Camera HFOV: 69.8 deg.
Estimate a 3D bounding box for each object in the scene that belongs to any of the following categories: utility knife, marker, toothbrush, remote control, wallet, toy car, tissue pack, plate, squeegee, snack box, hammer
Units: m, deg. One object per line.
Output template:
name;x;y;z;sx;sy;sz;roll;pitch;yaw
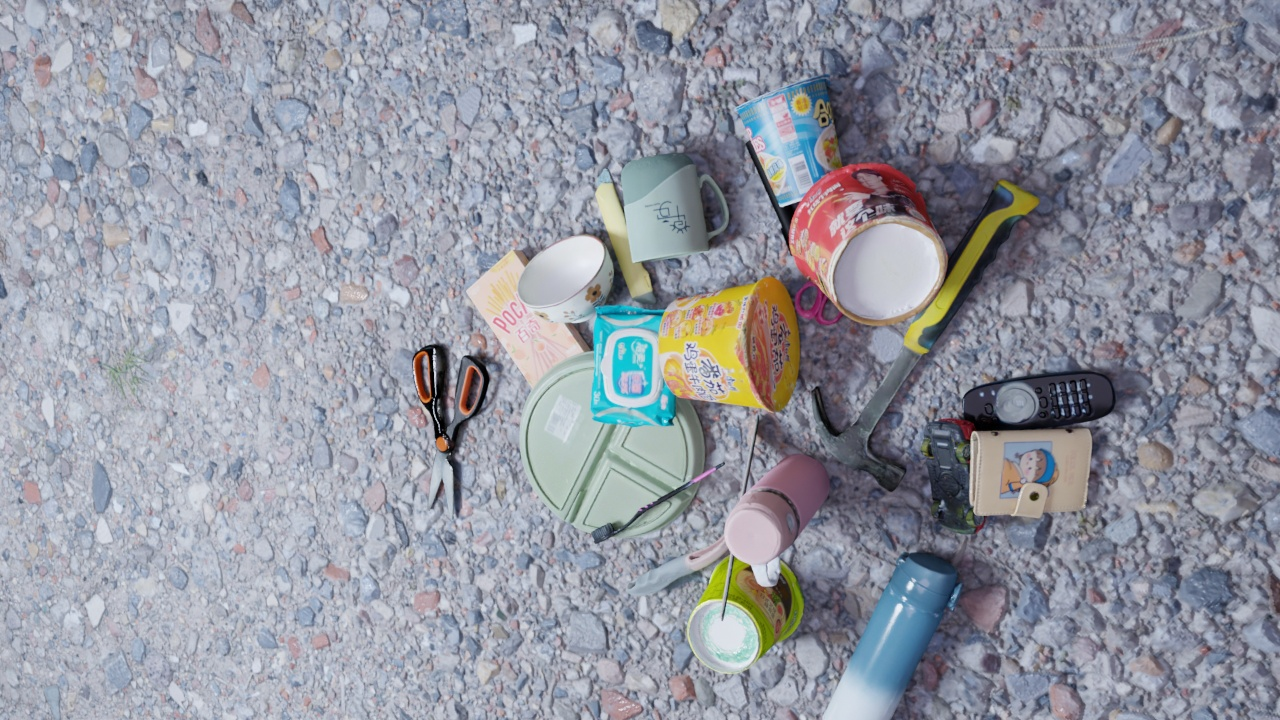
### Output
utility knife;-0.020;-0.139;1.044;0.031;0.018;0.166;-21;90;20
marker;0.144;-0.173;0.969;0.022;0.020;0.132;-24;88;53
toothbrush;0.017;0.159;1.038;0.190;0.014;0.018;-34;81;21
remote control;0.385;0.040;0.891;0.137;0.024;0.053;-9;96;26
wallet;0.374;0.109;0.882;0.115;0.024;0.087;-1;96;-7
toy car;0.317;0.114;0.914;0.053;0.045;0.120;7;111;53
tissue pack;-0.006;0.006;0.998;0.093;0.050;0.133;0;82;7
plate;-0.039;0.102;1.065;0.230;0.027;0.230;4;103;16
squeegee;0.057;0.217;1.015;0.040;0.246;0.250;30;137;-14
snack box;-0.134;-0.046;1.100;0.085;0.026;0.157;-38;82;21
hammer;0.283;-0.031;0.921;0.126;0.031;0.324;33;109;15

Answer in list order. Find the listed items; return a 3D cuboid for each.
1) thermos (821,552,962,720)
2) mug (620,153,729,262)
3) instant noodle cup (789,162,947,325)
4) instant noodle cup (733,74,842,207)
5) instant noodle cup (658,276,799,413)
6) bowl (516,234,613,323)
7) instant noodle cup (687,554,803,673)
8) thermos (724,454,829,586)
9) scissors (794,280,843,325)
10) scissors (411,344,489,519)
thermos;0.262;0.303;0.958;0.070;0.070;0.221;26;107;18
mug;0.038;-0.165;0.987;0.111;0.082;0.106;-9;93;-6
instant noodle cup;0.218;-0.106;0.866;0.138;0.108;0.138;-1;119;-3
instant noodle cup;0.157;-0.216;0.921;0.099;0.099;0.110;-16;98;24
instant noodle cup;0.090;-0.015;0.956;0.110;0.137;0.138;-1;97;31
bowl;-0.076;-0.083;1.040;0.114;0.113;0.062;-14;133;24
instant noodle cup;0.108;0.276;0.988;0.112;0.123;0.112;3;98;22
thermos;0.141;0.156;0.917;0.067;0.198;0.087;-12;94;23
scissors;0.207;-0.101;0.955;0.056;0.017;0.133;29;104;23
scissors;-0.256;0.085;1.178;0.190;0.021;0.230;44;116;17
